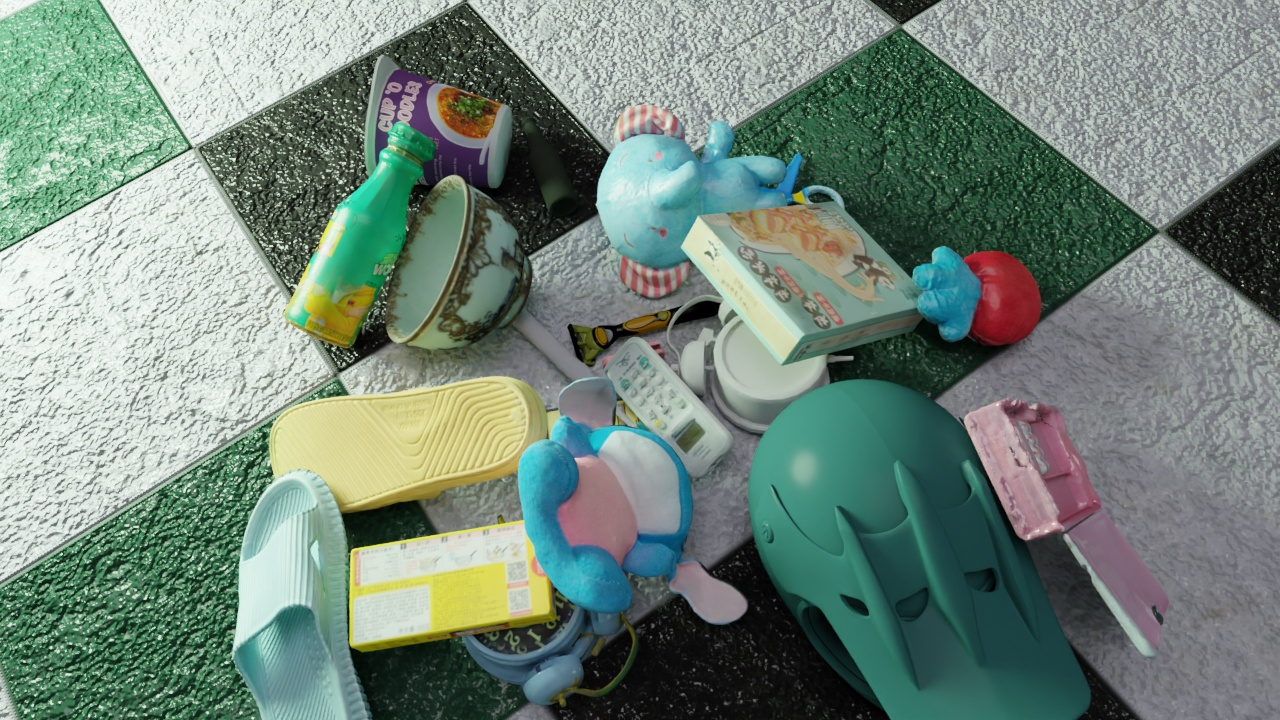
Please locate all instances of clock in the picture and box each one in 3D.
[{"bbox_3d":[-0.075,0.199,0.717,0.162,0.060,0.117,26,67,20],"label":"clock"},{"bbox_3d":[0.097,-0.002,0.811,0.159,0.061,0.119,30,66,23],"label":"clock"}]

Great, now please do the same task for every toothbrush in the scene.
[{"bbox_3d":[-0.055,0.012,0.823,0.019,0.018,0.188,-40,60,-14],"label":"toothbrush"}]

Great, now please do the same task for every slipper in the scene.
[{"bbox_3d":[-0.269,0.215,0.705,0.116,0.069,0.276,-32,64,22],"label":"slipper"},{"bbox_3d":[-0.193,0.073,0.778,0.264,0.078,0.099,-12,77,20],"label":"slipper"}]

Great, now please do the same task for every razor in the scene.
[{"bbox_3d":[0.006,-0.033,0.854,0.144,0.021,0.044,-16,62,-6],"label":"razor"}]

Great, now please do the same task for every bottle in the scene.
[{"bbox_3d":[-0.254,-0.118,0.852,0.068,0.068,0.209,27,90,17],"label":"bottle"},{"bbox_3d":[-0.097,-0.203,0.942,0.033,0.033,0.123,-20,62,-6],"label":"bottle"}]

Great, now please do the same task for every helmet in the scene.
[{"bbox_3d":[0.181,0.139,0.647,0.176,0.200,0.274,-18,63,-5],"label":"helmet"}]

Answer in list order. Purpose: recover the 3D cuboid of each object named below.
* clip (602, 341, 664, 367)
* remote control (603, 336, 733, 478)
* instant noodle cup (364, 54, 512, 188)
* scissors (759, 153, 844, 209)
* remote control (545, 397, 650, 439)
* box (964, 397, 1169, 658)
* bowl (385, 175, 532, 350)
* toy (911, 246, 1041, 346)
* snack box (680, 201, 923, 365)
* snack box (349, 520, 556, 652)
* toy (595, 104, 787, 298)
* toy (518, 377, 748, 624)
[{"bbox_3d":[-0.010,-0.001,0.839,0.045,0.023,0.059,38,77,19],"label":"clip"},{"bbox_3d":[0.024,0.039,0.790,0.050,0.022,0.133,-48,68,15],"label":"remote control"},{"bbox_3d":[-0.196,-0.230,0.918,0.122,0.137,0.121,11,49,-1],"label":"instant noodle cup"},{"bbox_3d":[0.139,-0.159,0.911,0.126,0.013,0.125,21,67,10],"label":"scissors"},{"bbox_3d":[-0.020,0.062,0.809,0.133,0.013,0.058,-9,62,0],"label":"remote control"},{"bbox_3d":[0.306,0.111,0.649,0.040,0.232,0.179,-34,68,25],"label":"box"},{"bbox_3d":[-0.156,-0.077,0.835,0.093,0.160,0.159,19,57,-31],"label":"bowl"},{"bbox_3d":[0.295,-0.055,0.806,0.132,0.062,0.092,2,62,-20],"label":"toy"},{"bbox_3d":[0.149,-0.073,0.798,0.193,0.044,0.141,-13,55,-41],"label":"snack box"},{"bbox_3d":[-0.142,0.169,0.691,0.152,0.025,0.075,-10,60,2],"label":"snack box"},{"bbox_3d":[0.044,-0.153,0.853,0.181,0.114,0.183,-2,87,16],"label":"toy"},{"bbox_3d":[-0.015,0.120,0.695,0.099,0.191,0.224,-34,83,22],"label":"toy"}]
